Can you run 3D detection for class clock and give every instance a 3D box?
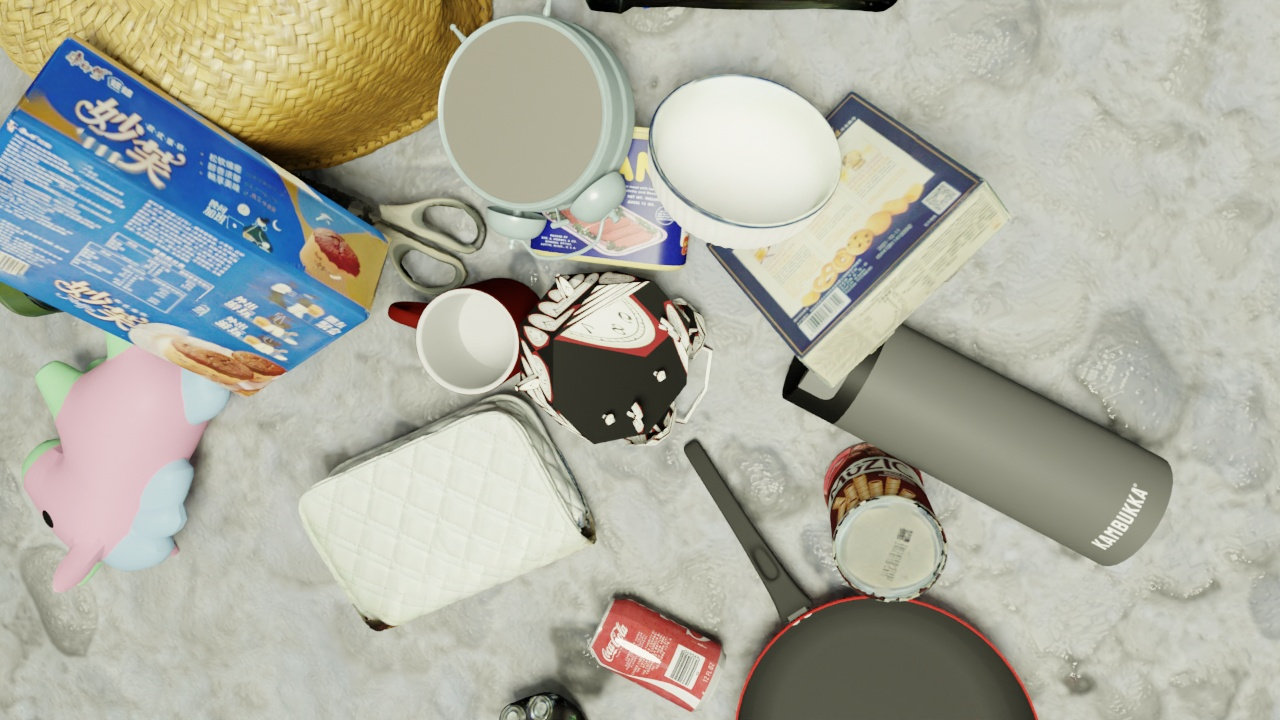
[{"bbox_3d":[-0.065,-0.144,0.587,0.123,0.045,0.159,-11,97,21],"label":"clock"},{"bbox_3d":[-0.004,0.003,0.627,0.154,0.065,0.114,19,92,-37],"label":"clock"}]

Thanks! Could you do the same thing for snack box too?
[{"bbox_3d":[-0.284,-0.071,0.556,0.155,0.069,0.202,-26,135,36],"label":"snack box"},{"bbox_3d":[0.128,-0.081,0.581,0.144,0.145,0.042,-46,130,14],"label":"snack box"},{"bbox_3d":[0.161,0.104,0.616,0.072,0.121,0.072,2,101,9],"label":"snack box"}]

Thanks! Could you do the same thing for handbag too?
[{"bbox_3d":[-0.144,0.114,0.694,0.195,0.072,0.139,-23,105,12],"label":"handbag"}]

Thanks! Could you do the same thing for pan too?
[{"bbox_3d":[0.133,0.213,0.666,0.209,0.067,0.356,-33,76,2],"label":"pan"}]

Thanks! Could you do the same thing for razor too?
[{"bbox_3d":[-0.057,0.325,0.722,0.054,0.067,0.151,-23,104,16],"label":"razor"}]

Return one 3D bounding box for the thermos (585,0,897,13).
[{"bbox_3d":[0.051,-0.263,0.574,0.221,0.098,0.098,3,101,-2],"label":"thermos"}]

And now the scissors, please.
[{"bbox_3d":[-0.193,-0.091,0.648,0.170,0.012,0.121,-6,116,-23],"label":"scissors"}]

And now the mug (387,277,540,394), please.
[{"bbox_3d":[-0.126,-0.024,0.658,0.106,0.082,0.073,16,102,6],"label":"mug"}]

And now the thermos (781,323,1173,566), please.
[{"bbox_3d":[0.219,0.044,0.616,0.240,0.082,0.082,28,103,3],"label":"thermos"}]

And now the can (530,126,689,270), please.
[{"bbox_3d":[-0.018,-0.115,0.638,0.116,0.056,0.092,8,102,8],"label":"can"}]

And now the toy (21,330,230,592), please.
[{"bbox_3d":[-0.387,0.066,0.709,0.222,0.120,0.171,-32,84,14],"label":"toy"}]

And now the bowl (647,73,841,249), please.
[{"bbox_3d":[0.059,-0.114,0.573,0.118,0.062,0.118,3,62,-7],"label":"bowl"}]

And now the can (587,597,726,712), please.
[{"bbox_3d":[0.012,0.222,0.696,0.096,0.054,0.054,26,103,4],"label":"can"}]

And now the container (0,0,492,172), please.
[{"bbox_3d":[-0.265,-0.275,0.580,0.307,0.196,0.307,2,99,10],"label":"container"}]

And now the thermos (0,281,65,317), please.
[{"bbox_3d":[-0.376,-0.080,0.684,0.232,0.082,0.082,-9,99,19],"label":"thermos"}]

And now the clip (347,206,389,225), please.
[{"bbox_3d":[-0.245,-0.100,0.702,0.102,0.050,0.059,22,110,5],"label":"clip"}]
